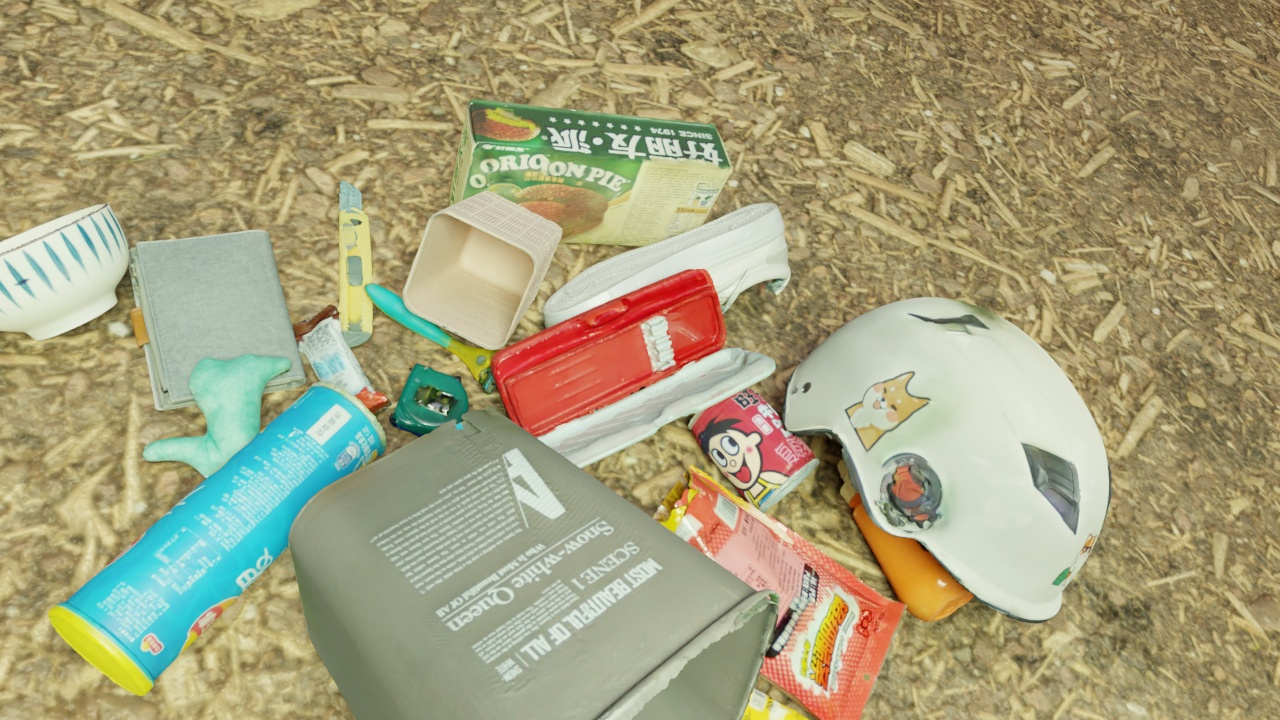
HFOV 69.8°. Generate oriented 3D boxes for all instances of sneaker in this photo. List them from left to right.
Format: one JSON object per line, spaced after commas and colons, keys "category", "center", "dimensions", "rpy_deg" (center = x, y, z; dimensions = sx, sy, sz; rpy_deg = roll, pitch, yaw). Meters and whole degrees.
{"category": "sneaker", "center": [0.030, -0.058, 0.824], "dimensions": [0.241, 0.089, 0.091], "rpy_deg": [-24, 111, -17]}

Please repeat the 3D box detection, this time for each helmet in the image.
{"category": "helmet", "center": [0.259, 0.049, 0.720], "dimensions": [0.229, 0.157, 0.274], "rpy_deg": [4, 36, -46]}

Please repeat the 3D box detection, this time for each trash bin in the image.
{"category": "trash bin", "center": [-0.071, 0.161, 0.524], "dimensions": [0.198, 0.199, 0.220], "rpy_deg": [-28, 53, -35]}

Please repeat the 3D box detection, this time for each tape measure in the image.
{"category": "tape measure", "center": [-0.160, 0.032, 0.707], "dimensions": [0.054, 0.025, 0.058], "rpy_deg": [18, 51, -7]}

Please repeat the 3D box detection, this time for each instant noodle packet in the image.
{"category": "instant noodle packet", "center": [0.071, 0.276, 0.605], "dimensions": [0.111, 0.044, 0.128], "rpy_deg": [33, 49, 3]}

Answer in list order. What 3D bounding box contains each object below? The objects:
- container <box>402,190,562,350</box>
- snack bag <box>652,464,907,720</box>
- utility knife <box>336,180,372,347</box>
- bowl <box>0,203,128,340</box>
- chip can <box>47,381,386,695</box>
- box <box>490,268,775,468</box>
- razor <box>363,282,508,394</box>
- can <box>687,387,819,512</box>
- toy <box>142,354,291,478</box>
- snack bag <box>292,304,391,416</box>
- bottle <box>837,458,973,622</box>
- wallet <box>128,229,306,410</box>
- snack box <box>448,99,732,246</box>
{"category": "container", "center": [-0.122, -0.080, 0.748], "dimensions": [0.090, 0.090, 0.110], "rpy_deg": [26, 25, -1]}
{"category": "snack bag", "center": [0.096, 0.173, 0.684], "dimensions": [0.208, 0.073, 0.128], "rpy_deg": [37, 48, 1]}
{"category": "utility knife", "center": [-0.242, -0.083, 0.772], "dimensions": [0.031, 0.019, 0.182], "rpy_deg": [5, 49, -26]}
{"category": "bowl", "center": [-0.408, -0.056, 0.634], "dimensions": [0.116, 0.117, 0.066], "rpy_deg": [-43, 122, -39]}
{"category": "chip can", "center": [-0.257, 0.104, 0.583], "dimensions": [0.071, 0.071, 0.209], "rpy_deg": [34, 50, 5]}
{"category": "box", "center": [-0.005, 0.004, 0.715], "dimensions": [0.200, 0.100, 0.094], "rpy_deg": [-25, 111, -20]}
{"category": "razor", "center": [-0.167, -0.024, 0.744], "dimensions": [0.132, 0.028, 0.043], "rpy_deg": [32, 75, -1]}
{"category": "can", "center": [0.091, 0.069, 0.753], "dimensions": [0.066, 0.067, 0.094], "rpy_deg": [-29, 69, -36]}
{"category": "toy", "center": [-0.290, 0.041, 0.633], "dimensions": [0.096, 0.030, 0.092], "rpy_deg": [-3, 82, -26]}
{"category": "snack bag", "center": [-0.231, 0.005, 0.696], "dimensions": [0.045, 0.026, 0.105], "rpy_deg": [-34, 71, -4]}
{"category": "bottle", "center": [0.211, 0.139, 0.756], "dimensions": [0.066, 0.067, 0.149], "rpy_deg": [-13, 53, -29]}
{"category": "wallet", "center": [-0.318, -0.031, 0.682], "dimensions": [0.106, 0.037, 0.129], "rpy_deg": [-11, 72, -28]}
{"category": "snack box", "center": [-0.048, -0.165, 0.842], "dimensions": [0.239, 0.115, 0.063], "rpy_deg": [0, 56, -21]}
